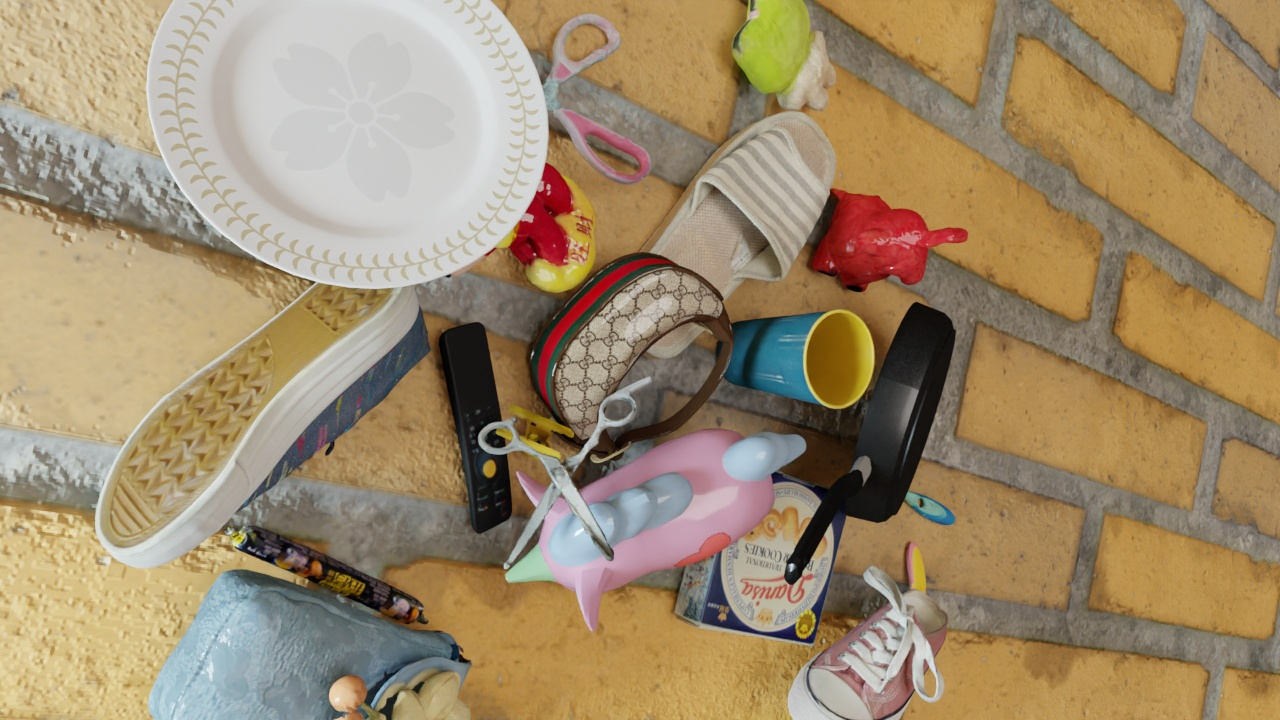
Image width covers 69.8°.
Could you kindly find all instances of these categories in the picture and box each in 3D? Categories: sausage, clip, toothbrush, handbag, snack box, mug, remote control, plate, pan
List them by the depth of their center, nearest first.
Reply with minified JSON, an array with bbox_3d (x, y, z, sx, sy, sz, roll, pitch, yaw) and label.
[{"bbox_3d":[-0.191,0.211,0.572,0.192,0.119,0.121,39,72,-35],"label":"handbag"},{"bbox_3d":[-0.178,-0.161,0.586,0.242,0.016,0.242,5,76,-21],"label":"plate"},{"bbox_3d":[-0.206,0.145,0.616,0.155,0.020,0.020,36,73,-30],"label":"sausage"},{"bbox_3d":[-0.120,0.049,0.666,0.041,0.020,0.152,-21,106,-53],"label":"remote control"},{"bbox_3d":[-0.077,0.055,0.678,0.054,0.048,0.045,21,97,6],"label":"clip"},{"bbox_3d":[-0.004,0.004,0.703,0.166,0.063,0.138,-46,119,-2],"label":"handbag"},{"bbox_3d":[0.123,-0.004,0.766,0.078,0.121,0.078,-2,94,-33],"label":"mug"},{"bbox_3d":[0.201,0.081,0.772,0.354,0.044,0.204,-42,143,-51],"label":"pan"},{"bbox_3d":[0.111,0.171,0.817,0.144,0.043,0.145,20,81,-34],"label":"snack box"},{"bbox_3d":[0.286,0.145,0.951,0.135,0.017,0.022,30,76,-34],"label":"toothbrush"},{"bbox_3d":[0.289,0.256,0.957,0.021,0.016,0.135,-8,98,-33],"label":"toothbrush"}]

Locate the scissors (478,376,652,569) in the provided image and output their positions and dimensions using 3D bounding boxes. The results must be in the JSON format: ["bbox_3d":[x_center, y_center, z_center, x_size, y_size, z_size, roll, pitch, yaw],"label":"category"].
[{"bbox_3d":[-0.045,0.068,0.624,0.174,0.142,0.014,-45,148,-26],"label":"scissors"}]

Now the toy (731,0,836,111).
[{"bbox_3d":[0.130,-0.267,0.803,0.117,0.043,0.092,29,74,-35],"label":"toy"}]

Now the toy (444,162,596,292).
[{"bbox_3d":[-0.085,-0.102,0.660,0.137,0.067,0.105,-2,87,-42],"label":"toy"}]

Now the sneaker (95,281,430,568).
[{"bbox_3d":[-0.225,0.036,0.575,0.235,0.087,0.079,-49,147,-21],"label":"sneaker"}]

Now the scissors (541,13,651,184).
[{"bbox_3d":[-0.056,-0.204,0.681,0.170,0.014,0.168,22,66,-30],"label":"scissors"}]

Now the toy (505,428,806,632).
[{"bbox_3d":[0.019,0.108,0.678,0.222,0.171,0.120,-31,72,7],"label":"toy"}]

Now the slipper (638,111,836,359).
[{"bbox_3d":[0.079,-0.110,0.775,0.272,0.054,0.114,-46,110,-20],"label":"slipper"}]

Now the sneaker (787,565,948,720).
[{"bbox_3d":[0.225,0.266,0.840,0.240,0.118,0.088,-20,140,-48],"label":"sneaker"}]

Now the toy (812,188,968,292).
[{"bbox_3d":[0.226,-0.122,0.830,0.088,0.133,0.094,28,68,-42],"label":"toy"}]
